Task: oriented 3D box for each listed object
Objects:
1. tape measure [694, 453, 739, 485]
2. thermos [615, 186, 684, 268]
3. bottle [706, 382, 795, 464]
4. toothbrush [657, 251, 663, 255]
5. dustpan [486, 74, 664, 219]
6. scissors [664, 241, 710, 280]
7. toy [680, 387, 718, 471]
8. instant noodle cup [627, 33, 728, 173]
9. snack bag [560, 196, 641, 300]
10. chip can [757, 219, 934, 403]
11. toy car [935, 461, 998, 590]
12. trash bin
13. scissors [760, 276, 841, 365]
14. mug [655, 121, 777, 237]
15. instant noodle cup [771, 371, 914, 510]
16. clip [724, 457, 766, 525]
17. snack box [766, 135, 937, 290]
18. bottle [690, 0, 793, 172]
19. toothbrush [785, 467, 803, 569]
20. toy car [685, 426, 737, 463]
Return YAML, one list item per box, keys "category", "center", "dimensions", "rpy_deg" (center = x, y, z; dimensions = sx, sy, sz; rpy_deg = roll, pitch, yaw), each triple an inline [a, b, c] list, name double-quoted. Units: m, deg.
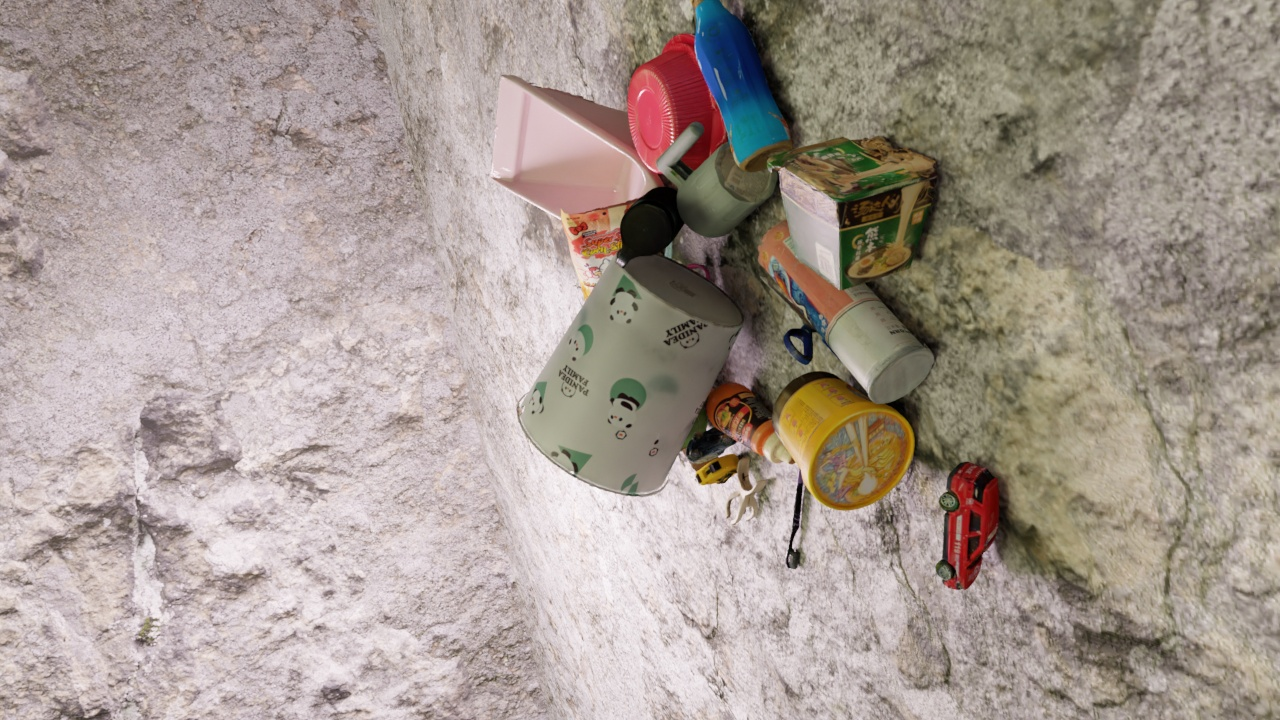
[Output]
- category: "tape measure"
  center: [0.114, 0.155, 1.286]
  dimensions: [0.057, 0.059, 0.029]
  rpy_deg: [-43, 63, 34]
- category: "thermos"
  center: [0.009, -0.167, 1.141]
  dimensions: [0.068, 0.090, 0.242]
  rpy_deg: [43, -165, -5]
- category: "bottle"
  center: [0.147, 0.085, 1.163]
  dimensions: [0.149, 0.066, 0.067]
  rpy_deg: [41, 141, 44]
- category: "toothbrush"
  center: [0.031, -0.149, 1.352]
  dimensions: [0.186, 0.012, 0.017]
  rpy_deg: [49, 153, 47]
- category: "dustpan"
  center: [-0.091, -0.265, 1.321]
  dimensions: [0.223, 0.273, 0.138]
  rpy_deg: [108, 167, -59]
- category: "scissors"
  center: [0.036, -0.123, 1.268]
  dimensions: [0.133, 0.017, 0.134]
  rpy_deg: [35, 105, 28]
- category: "toy"
  center: [0.039, 0.057, 1.355]
  dimensions: [0.227, 0.089, 0.247]
  rpy_deg: [-2, 103, 48]
- category: "instant noodle cup"
  center: [0.038, -0.308, 1.158]
  dimensions: [0.194, 0.065, 0.194]
  rpy_deg: [165, 90, -70]
- category: "snack bag"
  center: [-0.040, -0.151, 1.341]
  dimensions: [0.208, 0.128, 0.073]
  rpy_deg: [82, -178, -53]
- category: "chip can"
  center: [0.199, -0.056, 0.921]
  dimensions: [0.071, 0.071, 0.214]
  rpy_deg: [98, 149, -45]
- category: "toy car"
  center: [0.299, 0.153, 0.837]
  dimensions: [0.045, 0.052, 0.121]
  rpy_deg: [14, 115, 38]
- category: "trash bin"
  center: [-0.007, 0.007, 1.186]
  dimensions: [0.252, 0.229, 0.229]
  rpy_deg: [-61, 41, 22]
- category: "scissors"
  center: [0.180, -0.028, 0.949]
  dimensions: [0.176, 0.162, 0.012]
  rpy_deg: [43, 119, 12]
- category: "mug"
  center: [0.084, -0.211, 1.054]
  dimensions: [0.124, 0.083, 0.104]
  rpy_deg: [41, 157, -8]
- category: "instant noodle cup"
  center: [0.202, 0.076, 0.952]
  dimensions: [0.114, 0.118, 0.119]
  rpy_deg: [-127, 29, -58]
- category: "clip"
  center: [0.146, 0.186, 1.269]
  dimensions: [0.070, 0.034, 0.100]
  rpy_deg: [53, 141, 44]
- category: "snack box"
  center: [0.192, -0.131, 0.834]
  dimensions: [0.118, 0.117, 0.106]
  rpy_deg: [-130, 28, -52]
- category: "bottle"
  center: [0.101, -0.315, 0.997]
  dimensions: [0.065, 0.065, 0.218]
  rpy_deg: [138, 116, -66]
- category: "toothbrush"
  center: [0.200, 0.197, 1.166]
  dimensions: [0.017, 0.014, 0.189]
  rpy_deg: [39, 139, 45]
- category: "toy car"
  center: [0.103, 0.113, 1.271]
  dimensions: [0.034, 0.091, 0.042]
  rpy_deg: [46, -147, -21]
